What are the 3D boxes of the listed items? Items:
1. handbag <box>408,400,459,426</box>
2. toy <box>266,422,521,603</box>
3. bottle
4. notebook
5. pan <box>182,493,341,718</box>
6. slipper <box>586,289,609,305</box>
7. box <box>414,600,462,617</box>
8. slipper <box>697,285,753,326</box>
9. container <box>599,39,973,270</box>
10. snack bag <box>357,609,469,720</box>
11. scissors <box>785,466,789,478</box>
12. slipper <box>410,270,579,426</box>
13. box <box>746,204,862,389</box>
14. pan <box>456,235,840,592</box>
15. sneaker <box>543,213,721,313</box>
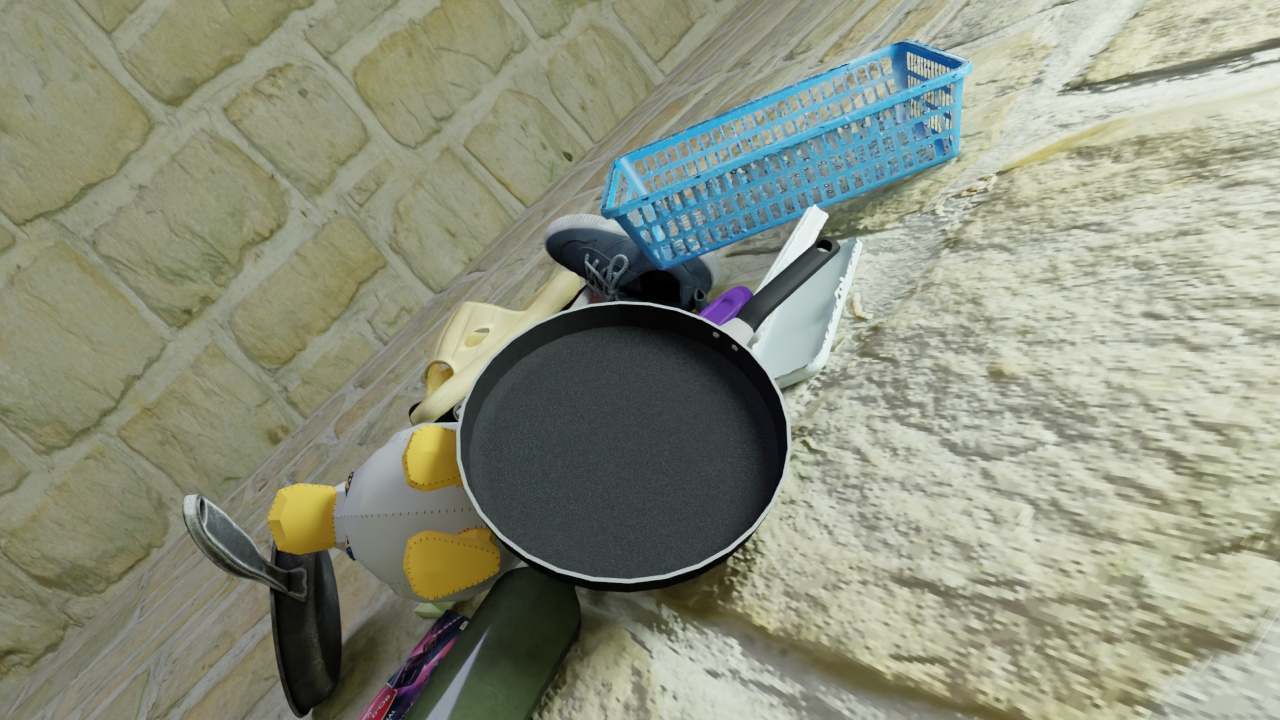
[{"bbox_3d":[-0.213,0.089,1.180,0.124,0.115,0.154,-24,6,-26],"label":"handbag"},{"bbox_3d":[-0.172,0.124,0.753,0.268,0.246,0.140,157,112,-66],"label":"toy"},{"bbox_3d":[-0.089,0.200,0.641,0.072,0.071,0.206,-22,26,47],"label":"bottle"},{"bbox_3d":[-0.129,-0.015,1.067,0.172,0.022,0.208,-40,8,14],"label":"notebook"},{"bbox_3d":[-0.327,0.202,0.827,0.055,0.358,0.187,-8,57,-11],"label":"pan"},{"bbox_3d":[-0.035,-0.062,1.155,0.239,0.064,0.094,-49,19,-16],"label":"slipper"},{"bbox_3d":[-0.168,0.155,0.900,0.092,0.083,0.187,-14,32,46],"label":"box"},{"bbox_3d":[-0.005,0.005,0.898,0.266,0.084,0.107,-41,18,2],"label":"slipper"},{"bbox_3d":[0.145,-0.214,0.962,0.363,0.089,0.256,-20,22,10],"label":"container"},{"bbox_3d":[-0.194,0.278,0.767,0.154,0.018,0.075,-52,21,-24],"label":"snack bag"},{"bbox_3d":[0.041,0.073,0.685,0.160,0.025,0.171,-28,45,24],"label":"scissors"},{"bbox_3d":[-0.170,-0.030,0.998,0.260,0.079,0.112,-46,7,-33],"label":"slipper"},{"bbox_3d":[0.115,-0.058,0.807,0.123,0.083,0.214,-24,25,35],"label":"box"},{"bbox_3d":[0.034,0.015,0.661,0.355,0.225,0.034,-40,-28,-27],"label":"pan"},{"bbox_3d":[-0.021,-0.104,1.069,0.236,0.089,0.087,14,48,25],"label":"sneaker"}]
